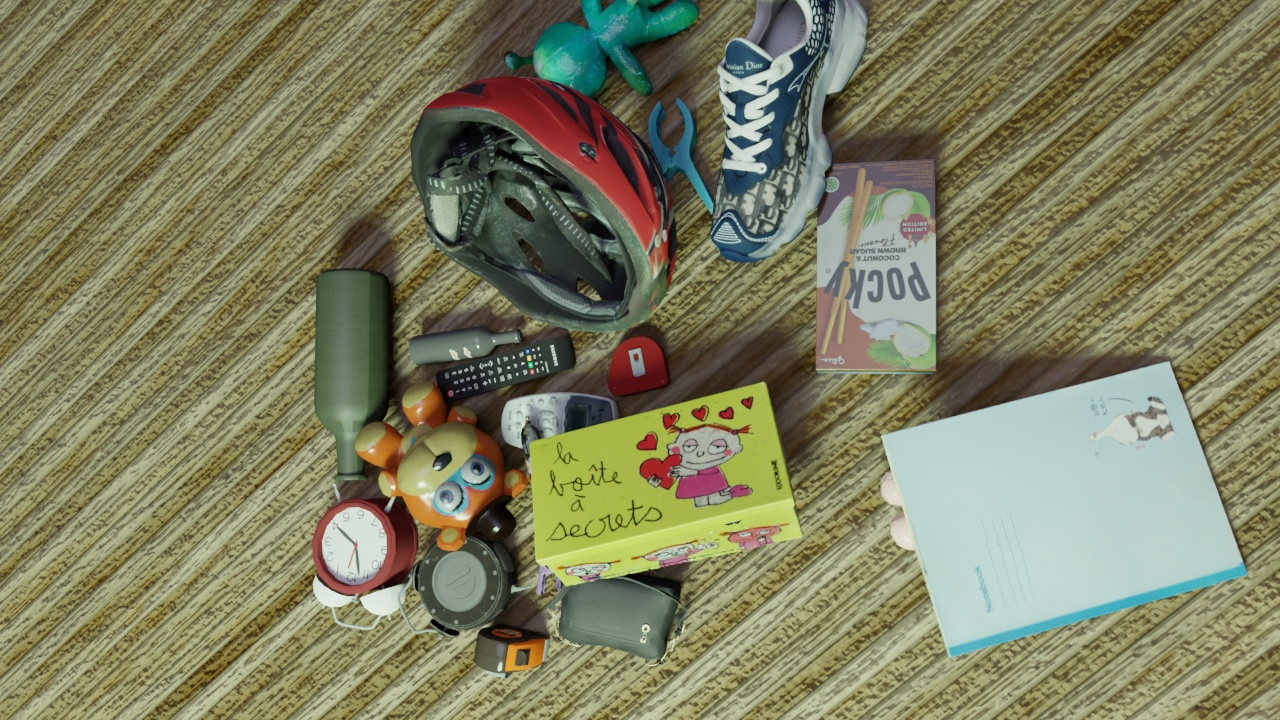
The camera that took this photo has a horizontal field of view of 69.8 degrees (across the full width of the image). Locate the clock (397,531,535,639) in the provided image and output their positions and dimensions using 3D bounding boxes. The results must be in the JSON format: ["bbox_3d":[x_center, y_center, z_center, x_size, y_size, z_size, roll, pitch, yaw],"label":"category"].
[{"bbox_3d":[-0.168,0.211,0.874,0.123,0.043,0.091,-32,76,8],"label":"clock"}]

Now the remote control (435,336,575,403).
[{"bbox_3d":[-0.135,0.010,0.903,0.147,0.015,0.033,-15,80,12],"label":"remote control"}]

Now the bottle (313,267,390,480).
[{"bbox_3d":[-0.287,0.015,0.913,0.071,0.071,0.206,-3,83,14],"label":"bottle"}]

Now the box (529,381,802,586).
[{"bbox_3d":[0.019,0.110,0.794,0.221,0.080,0.124,-12,53,10],"label":"box"}]

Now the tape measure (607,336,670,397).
[{"bbox_3d":[-0.005,0.005,0.868,0.059,0.019,0.051,-14,81,13],"label":"tape measure"}]

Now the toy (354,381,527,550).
[{"bbox_3d":[-0.182,0.103,0.864,0.176,0.096,0.112,42,73,12],"label":"toy"}]

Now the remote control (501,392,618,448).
[{"bbox_3d":[-0.077,0.060,0.876,0.114,0.028,0.060,3,85,14],"label":"remote control"}]

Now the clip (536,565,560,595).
[{"bbox_3d":[-0.090,0.202,0.872,0.045,0.014,0.051,-33,80,11],"label":"clip"}]

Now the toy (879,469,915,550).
[{"bbox_3d":[0.258,0.119,0.771,0.105,0.053,0.108,-13,80,16],"label":"toy"}]

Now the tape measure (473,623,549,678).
[{"bbox_3d":[-0.124,0.271,0.849,0.058,0.058,0.038,7,88,18],"label":"tape measure"}]

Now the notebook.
[{"bbox_3d":[0.338,0.116,0.734,0.253,0.009,0.181,-14,80,-5],"label":"notebook"}]

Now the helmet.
[{"bbox_3d":[-0.078,-0.140,0.815,0.272,0.218,0.166,36,56,12],"label":"helmet"}]

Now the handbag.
[{"bbox_3d":[-0.023,0.229,0.831,0.128,0.054,0.079,8,90,13],"label":"handbag"}]

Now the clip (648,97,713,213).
[{"bbox_3d":[0.043,-0.192,0.876,0.103,0.027,0.120,-8,82,11],"label":"clip"}]

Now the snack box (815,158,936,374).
[{"bbox_3d":[0.209,-0.082,0.816,0.101,0.031,0.186,0,84,14],"label":"snack box"}]

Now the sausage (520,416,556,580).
[{"bbox_3d":[-0.091,0.128,0.853,0.020,0.020,0.155,-11,90,13],"label":"sausage"}]

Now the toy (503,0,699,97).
[{"bbox_3d":[-0.039,-0.312,0.890,0.193,0.072,0.130,-33,76,-1],"label":"toy"}]

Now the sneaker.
[{"bbox_3d":[0.106,-0.223,0.793,0.103,0.132,0.269,16,85,38],"label":"sneaker"}]

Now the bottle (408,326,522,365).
[{"bbox_3d":[-0.171,-0.017,0.908,0.113,0.030,0.030,-8,82,14],"label":"bottle"}]

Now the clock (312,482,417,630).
[{"bbox_3d":[-0.272,0.193,0.901,0.096,0.048,0.137,5,84,15],"label":"clock"}]
